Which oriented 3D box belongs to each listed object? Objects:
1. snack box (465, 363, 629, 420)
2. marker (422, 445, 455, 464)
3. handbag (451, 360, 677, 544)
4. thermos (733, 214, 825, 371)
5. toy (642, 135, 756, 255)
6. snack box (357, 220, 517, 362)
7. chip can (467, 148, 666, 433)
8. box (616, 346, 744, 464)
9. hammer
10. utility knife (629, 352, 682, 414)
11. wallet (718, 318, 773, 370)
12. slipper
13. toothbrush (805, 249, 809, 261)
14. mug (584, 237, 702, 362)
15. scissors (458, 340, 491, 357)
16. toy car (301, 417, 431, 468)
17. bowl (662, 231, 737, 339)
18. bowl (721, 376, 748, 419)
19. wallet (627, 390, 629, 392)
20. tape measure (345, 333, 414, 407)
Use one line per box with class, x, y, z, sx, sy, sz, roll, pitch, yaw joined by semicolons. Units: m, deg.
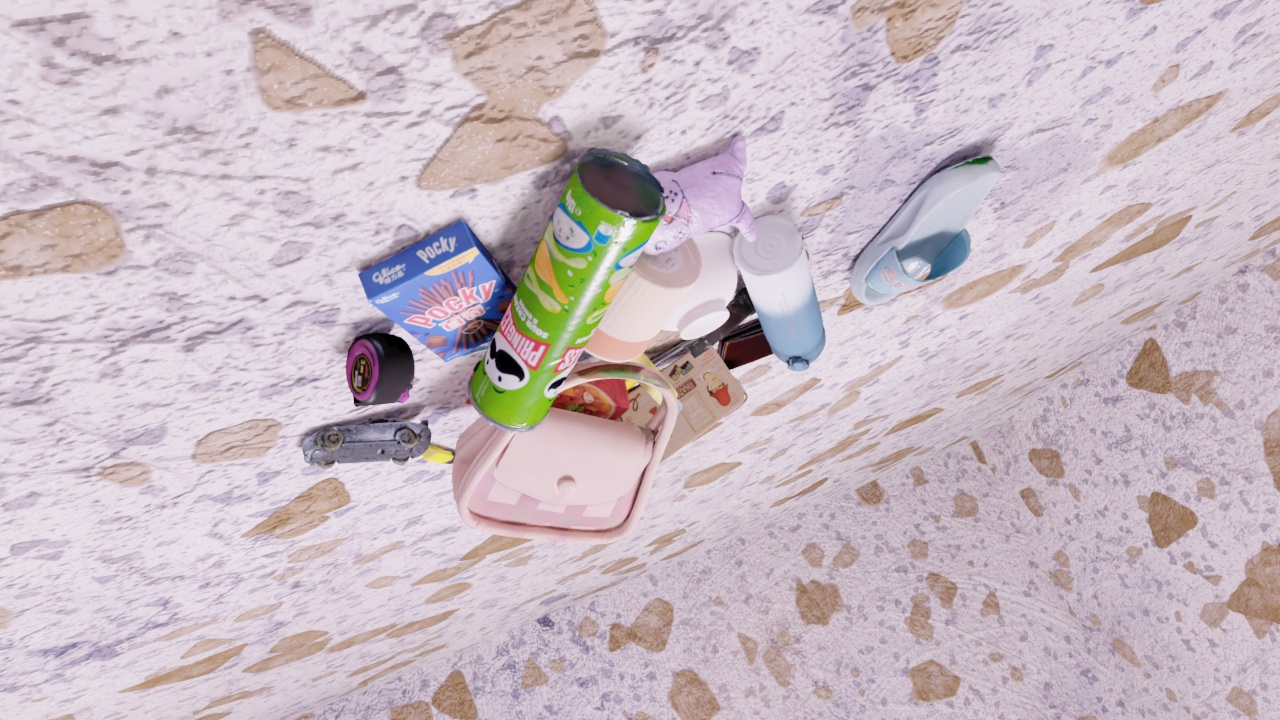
snack box;-0.095;0.046;0.925;0.127;0.044;0.113;14;141;-31
marker;-0.219;0.112;1.062;0.018;0.015;0.124;-27;164;7
handbag;-0.058;0.077;0.877;0.193;0.093;0.235;13;133;-28
thermos;0.145;-0.058;0.913;0.070;0.070;0.220;-27;150;5
toy;0.036;-0.117;0.698;0.108;0.039;0.084;-20;116;-12
snack box;-0.143;-0.047;0.703;0.084;0.026;0.157;-26;162;1
chip can;-0.061;-0.044;0.687;0.072;0.072;0.237;-9;145;-39
box;0.026;0.062;1.055;0.168;0.091;0.079;-34;180;-23
hammer;-0.016;0.018;0.997;0.324;0.032;0.125;-31;-178;28
utility knife;-0.005;0.005;0.900;0.031;0.018;0.173;-21;126;27
wallet;0.141;-0.021;1.147;0.096;0.020;0.122;-20;161;-6
slipper;0.315;-0.127;0.993;0.104;0.074;0.246;-19;159;-20
toothbrush;0.165;-0.059;1.025;0.026;0.026;0.221;-29;156;-9
mug;-0.021;-0.064;0.749;0.114;0.081;0.106;17;142;-19
scissors;-0.094;-0.018;0.798;0.137;0.017;0.096;-17;-156;-26
toy car;-0.262;0.078;0.882;0.120;0.036;0.054;-4;154;-26
bowl;0.046;-0.059;0.853;0.118;0.064;0.118;-22;161;-8
bowl;0.073;0.044;1.169;0.113;0.062;0.114;-21;160;-8
wallet;-0.061;0.067;1.130;0.115;0.020;0.101;-32;161;14
tape measure;-0.204;0.007;0.725;0.058;0.057;0.039;-20;166;42
